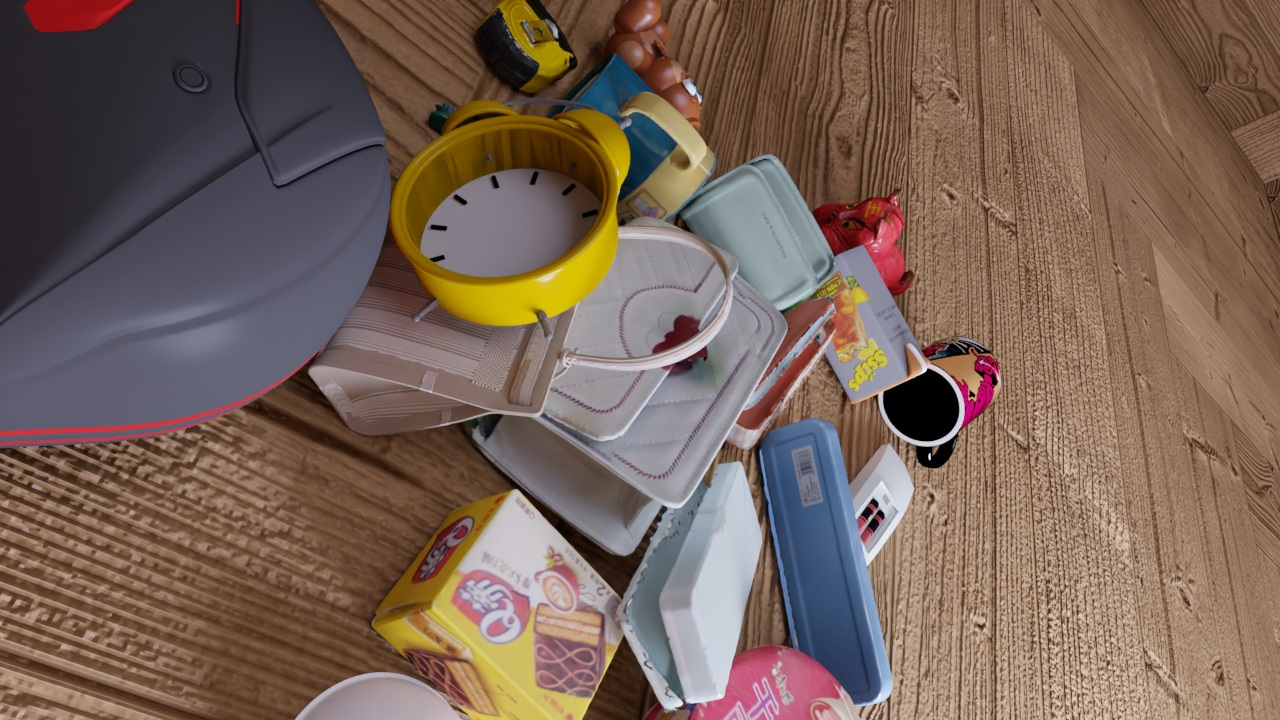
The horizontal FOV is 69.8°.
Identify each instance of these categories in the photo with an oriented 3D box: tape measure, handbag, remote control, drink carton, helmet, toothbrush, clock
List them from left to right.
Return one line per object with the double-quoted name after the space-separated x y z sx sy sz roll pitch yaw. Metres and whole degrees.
-0.196 -0.067 0.383 0.170 0.165 0.263 44 46 -20 "helmet"
-0.064 -0.084 0.478 0.052 0.113 0.151 83 17 -57 "clock"
-0.082 -0.230 0.664 0.064 0.037 0.065 -38 99 -47 "tape measure"
-0.067 -0.117 0.644 0.189 0.016 0.017 34 49 -29 "toothbrush"
-0.048 -0.041 0.499 0.062 0.198 0.175 74 26 -50 "handbag"
-0.003 0.003 0.584 0.142 0.096 0.197 38 48 -3 "handbag"
0.098 -0.099 0.760 0.105 0.067 0.122 -36 98 -45 "handbag"
0.195 -0.032 0.819 0.048 0.076 0.125 -23 84 -47 "drink carton"
0.202 0.124 0.789 0.143 0.024 0.049 -35 97 -47 "remote control"

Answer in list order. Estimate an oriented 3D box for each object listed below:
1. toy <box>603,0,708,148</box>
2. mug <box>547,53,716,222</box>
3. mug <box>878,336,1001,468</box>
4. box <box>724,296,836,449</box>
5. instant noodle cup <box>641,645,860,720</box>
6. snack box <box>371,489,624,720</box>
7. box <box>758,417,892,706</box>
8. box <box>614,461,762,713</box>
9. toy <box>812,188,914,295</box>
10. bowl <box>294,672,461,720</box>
0.019 -0.219 0.727 0.127 0.065 0.094 58 14 11 "toy"
-0.002 -0.158 0.656 0.107 0.114 0.083 44 72 -19 "mug"
0.287 0.045 0.878 0.098 0.082 0.118 -22 115 -47 "mug"
0.110 -0.006 0.739 0.058 0.062 0.187 22 39 19 "box"
0.061 0.265 0.547 0.178 0.078 0.178 19 60 -37 "instant noodle cup"
-0.070 0.136 0.488 0.106 0.061 0.083 49 44 -16 "snack box"
0.146 0.150 0.687 0.077 0.074 0.209 11 64 -46 "box"
0.042 0.130 0.568 0.083 0.066 0.198 50 21 -5 "box"
0.229 -0.100 0.869 0.133 0.094 0.088 33 50 -31 "toy"
-0.114 0.202 0.430 0.109 0.041 0.109 20 58 -37 "bowl"
